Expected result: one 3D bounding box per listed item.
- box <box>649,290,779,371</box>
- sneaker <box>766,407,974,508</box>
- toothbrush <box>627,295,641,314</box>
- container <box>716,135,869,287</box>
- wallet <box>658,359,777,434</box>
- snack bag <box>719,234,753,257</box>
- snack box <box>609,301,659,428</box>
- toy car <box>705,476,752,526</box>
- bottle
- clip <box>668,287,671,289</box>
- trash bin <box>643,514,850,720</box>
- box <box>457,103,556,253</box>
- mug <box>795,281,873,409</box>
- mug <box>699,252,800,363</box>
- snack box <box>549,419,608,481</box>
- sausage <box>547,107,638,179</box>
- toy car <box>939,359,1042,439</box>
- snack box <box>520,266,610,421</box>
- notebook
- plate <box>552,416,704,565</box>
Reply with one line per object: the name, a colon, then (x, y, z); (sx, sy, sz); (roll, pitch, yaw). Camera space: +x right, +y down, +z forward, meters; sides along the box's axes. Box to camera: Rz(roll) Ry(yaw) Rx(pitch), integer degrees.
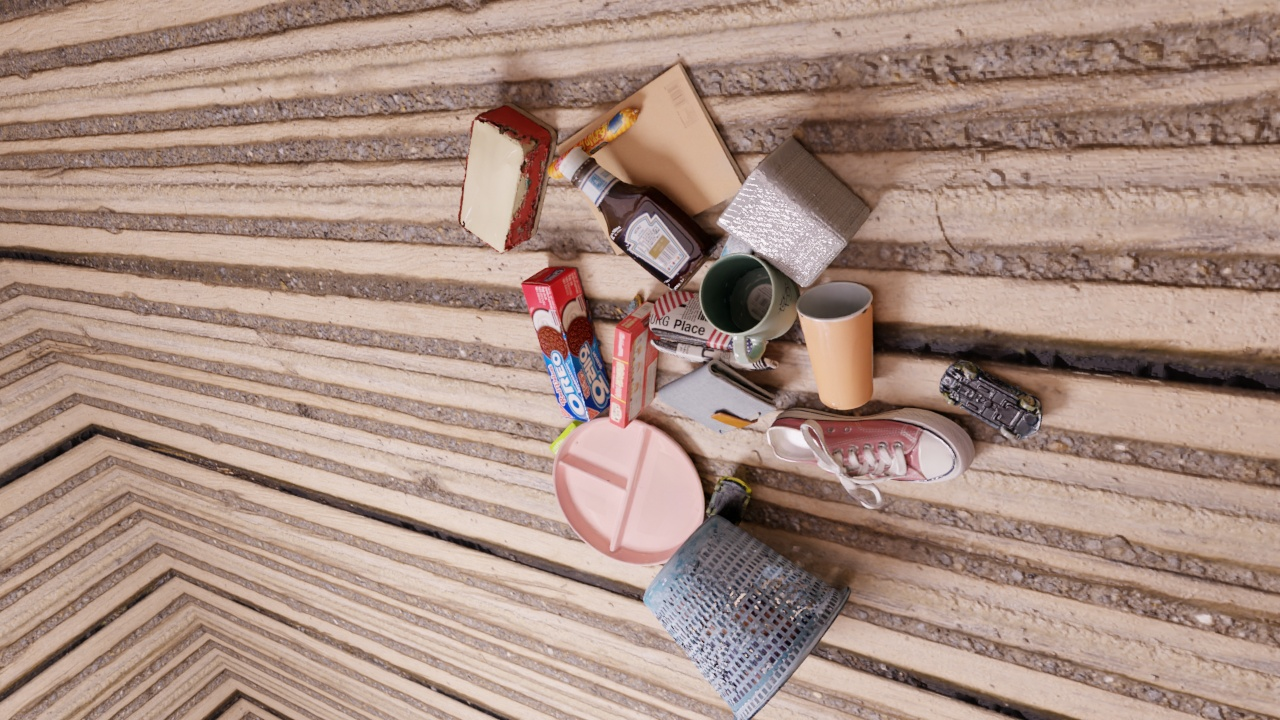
box: (0.088, -0.036, 1.082); (0.162, 0.075, 0.087); (14, 96, 33)
sneaker: (0.243, 0.105, 1.024); (0.241, 0.087, 0.118); (4, 121, 37)
toothbrush: (-0.015, -0.003, 1.198); (0.016, 0.018, 0.192); (27, 132, 23)
container: (0.156, -0.146, 0.921); (0.114, 0.090, 0.090); (41, 136, 4)
wallet: (0.092, 0.050, 1.105); (0.106, 0.036, 0.130); (32, 153, -15)
snack bag: (0.106, -0.119, 1.020); (0.045, 0.026, 0.106); (39, 135, 17)
snack box: (-0.007, 0.007, 1.158); (0.025, 0.075, 0.153); (23, 131, 23)
toy car: (0.119, 0.184, 1.208); (0.048, 0.032, 0.105); (27, 143, 12)
bottle: (-0.008, -0.165, 1.036); (0.195, 0.043, 0.080); (41, 123, 0)
clip: (0.042, -0.111, 1.082); (0.025, 0.035, 0.058); (17, 124, 26)
trash bin: (0.121, 0.312, 1.168); (0.195, 0.225, 0.227); (41, 135, 13)
box: (-0.170, -0.218, 1.128); (0.091, 0.078, 0.169); (34, 135, 15)
mug: (0.214, -0.013, 0.980); (0.078, 0.078, 0.123); (8, 129, 34)
mug: (0.119, -0.051, 0.971); (0.082, 0.106, 0.111); (1, 88, 26)
snack box: (-0.057, 0.158, 1.336); (0.156, 0.026, 0.086); (46, 136, 2)
sausage: (-0.057, -0.247, 1.048); (0.166, 0.021, 0.021); (-25, 102, 44)
toy car: (0.357, 0.038, 0.931); (0.105, 0.031, 0.049); (33, 135, 17)
snack box: (-0.094, -0.020, 1.221); (0.057, 0.058, 0.208); (7, 123, 38)
notebook: (0.007, -0.220, 1.038); (0.212, 0.012, 0.149); (-21, 104, 44)
plate: (-0.016, 0.181, 1.283); (0.230, 0.028, 0.230); (8, 112, 21)
